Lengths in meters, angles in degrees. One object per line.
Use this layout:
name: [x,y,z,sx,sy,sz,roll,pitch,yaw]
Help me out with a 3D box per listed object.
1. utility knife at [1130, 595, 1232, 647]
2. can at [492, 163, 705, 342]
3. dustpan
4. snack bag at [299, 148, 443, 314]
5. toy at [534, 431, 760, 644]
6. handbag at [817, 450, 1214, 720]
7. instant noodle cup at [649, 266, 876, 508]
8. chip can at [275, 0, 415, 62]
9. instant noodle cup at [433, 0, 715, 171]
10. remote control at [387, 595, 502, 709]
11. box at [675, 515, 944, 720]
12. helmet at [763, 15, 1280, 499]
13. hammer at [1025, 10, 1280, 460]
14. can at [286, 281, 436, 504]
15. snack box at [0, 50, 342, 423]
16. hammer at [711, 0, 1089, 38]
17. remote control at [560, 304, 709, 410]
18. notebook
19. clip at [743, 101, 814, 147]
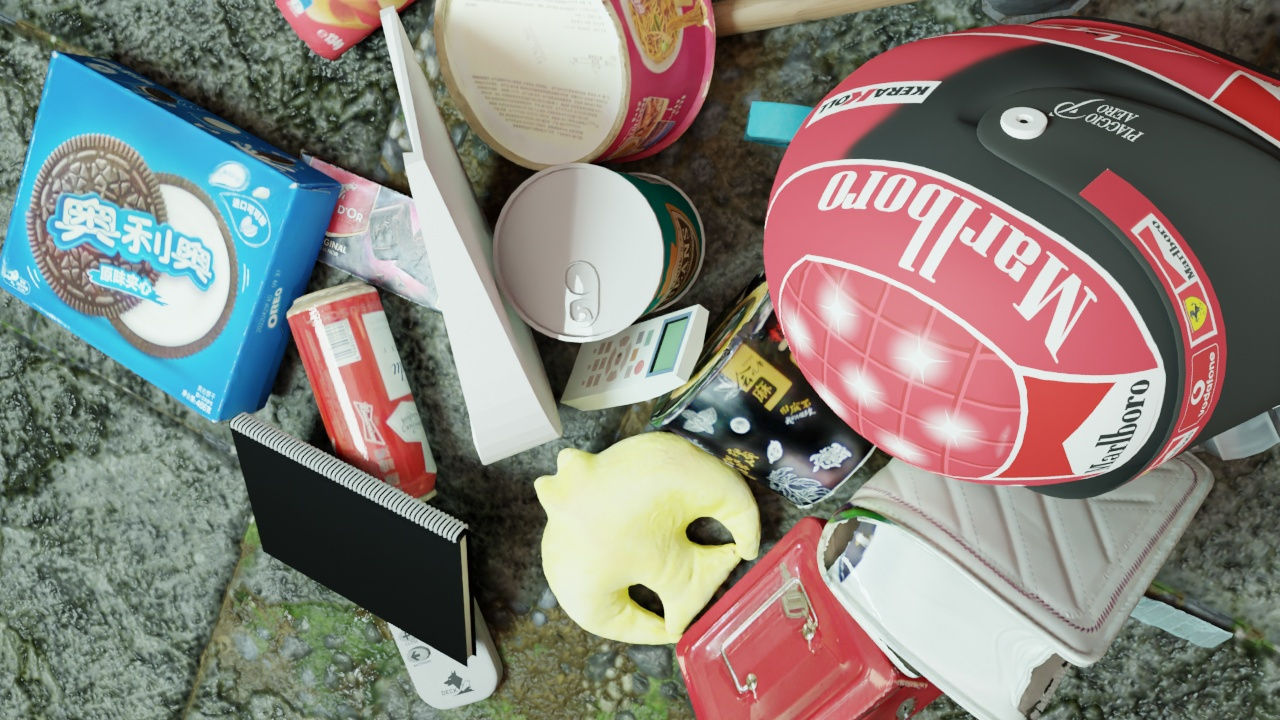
utility knife: [0.279,0.139,0.612,0.225,0.015,0.031,22,108,8]
can: [-0.020,-0.071,0.580,0.099,0.143,0.099,2,100,13]
dustpan: [-0.116,-0.051,0.561,0.053,0.191,0.258,-20,133,-2]
snack bag: [-0.197,-0.095,0.686,0.155,0.018,0.075,23,105,11]
toy: [-0.003,0.119,0.651,0.155,0.064,0.171,39,106,-1]
handbag: [0.206,0.093,0.515,0.142,0.198,0.096,38,138,27]
instant noodle cup: [0.091,0.019,0.582,0.112,0.137,0.137,37,106,-5]
chip can: [-0.139,-0.292,0.609,0.233,0.073,0.073,-28,92,17]
instant noodle cup: [-0.050,-0.193,0.562,0.179,0.077,0.179,18,129,23]
remote control: [-0.165,0.203,0.727,0.074,0.019,0.151,-20,94,16]
box: [0.129,0.191,0.607,0.158,0.156,0.147,-50,43,28]
helmet: [0.186,-0.045,0.445,0.271,0.224,0.198,34,150,32]
hammer: [0.296,-0.093,0.552,0.117,0.051,0.323,-24,90,19]
can: [-0.205,0.029,0.682,0.067,0.067,0.170,-16,95,16]
snack box: [-0.363,-0.094,0.697,0.239,0.056,0.196,29,106,13]
hammer: [0.097,-0.214,0.552,0.329,0.097,0.052,0,98,28]
remote control: [-0.004,0.003,0.605,0.024,0.144,0.049,30,66,-27]
notebook: [-0.211,0.133,0.678,0.207,0.016,0.149,22,131,19]
clip: [0.121,-0.146,0.596,0.130,0.121,0.031,5,97,-17]
